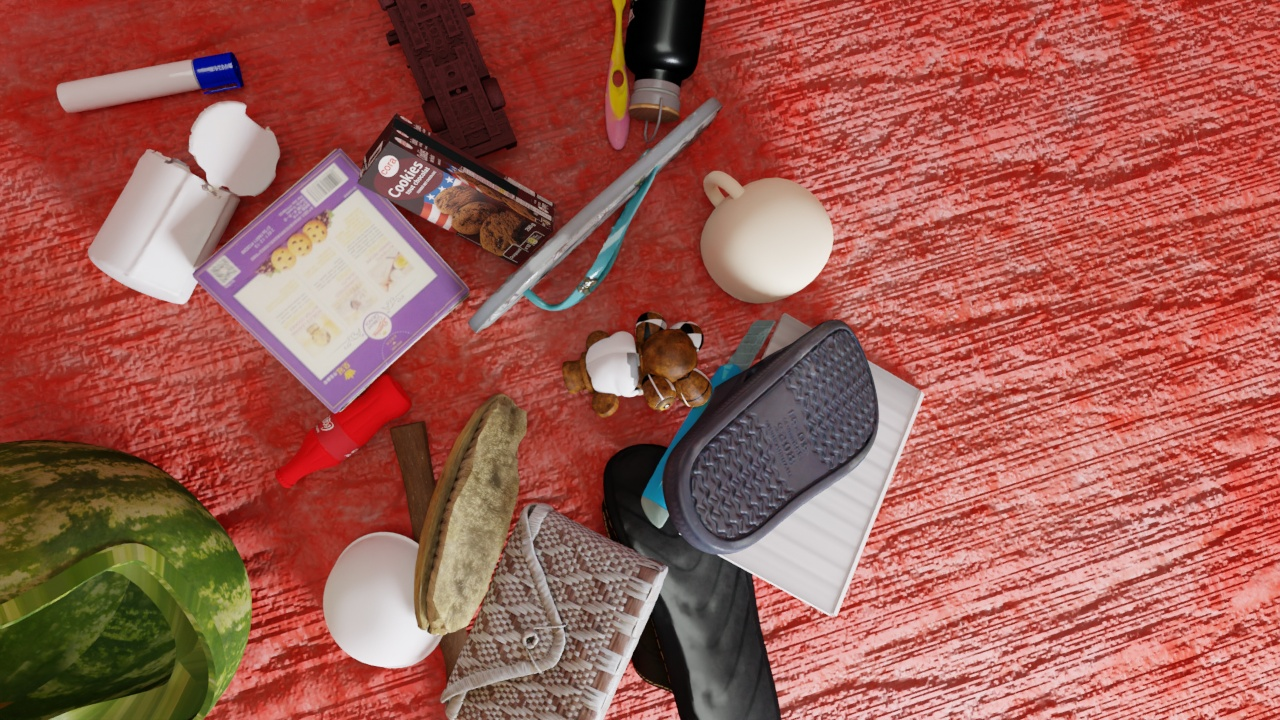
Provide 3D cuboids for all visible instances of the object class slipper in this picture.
[{"bbox_3d":[-0.024,-0.105,0.725,0.268,0.098,0.055,-44,93,-4],"label":"slipper"},{"bbox_3d":[0.038,0.197,0.752,0.113,0.076,0.267,-16,78,-14],"label":"slipper"},{"bbox_3d":[0.095,0.060,0.703,0.267,0.084,0.110,-33,99,-43],"label":"slipper"}]

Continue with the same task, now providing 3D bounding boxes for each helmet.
[{"bbox_3d":[-0.405,0.164,0.624,0.243,0.246,0.213,34,109,34],"label":"helmet"}]

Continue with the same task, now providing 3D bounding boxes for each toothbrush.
[{"bbox_3d":[-0.019,-0.244,0.766,0.021,0.016,0.135,0,93,-8],"label":"toothbrush"}]

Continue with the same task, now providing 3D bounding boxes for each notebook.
[{"bbox_3d":[0.139,0.082,0.758,0.142,0.009,0.209,29,71,-5],"label":"notebook"}]

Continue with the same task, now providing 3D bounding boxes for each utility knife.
[{"bbox_3d":[0.057,0.045,0.755,0.031,0.015,0.205,30,73,12],"label":"utility knife"}]

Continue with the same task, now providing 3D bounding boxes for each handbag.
[{"bbox_3d":[-0.070,0.216,0.705,0.124,0.047,0.186,23,91,13],"label":"handbag"}]

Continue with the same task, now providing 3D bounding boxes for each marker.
[{"bbox_3d":[-0.386,-0.218,0.725,0.133,0.023,0.027,-13,114,-5],"label":"marker"}]

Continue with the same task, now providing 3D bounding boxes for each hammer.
[{"bbox_3d":[-0.156,0.210,0.752,0.115,0.033,0.323,-12,92,-4],"label":"hammer"}]

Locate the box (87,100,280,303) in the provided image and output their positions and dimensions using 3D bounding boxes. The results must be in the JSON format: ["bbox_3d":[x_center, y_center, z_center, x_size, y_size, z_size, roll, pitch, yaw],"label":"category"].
[{"bbox_3d":[-0.344,-0.125,0.702,0.083,0.092,0.166,30,85,-44],"label":"box"}]

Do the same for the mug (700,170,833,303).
[{"bbox_3d":[0.095,-0.106,0.735,0.096,0.100,0.120,-43,95,-4],"label":"mug"}]

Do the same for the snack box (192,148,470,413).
[{"bbox_3d":[-0.234,-0.060,0.708,0.143,0.040,0.148,-44,107,-10],"label":"snack box"}]

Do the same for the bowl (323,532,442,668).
[{"bbox_3d":[-0.210,0.194,0.721,0.110,0.040,0.110,0,92,17],"label":"bowl"}]

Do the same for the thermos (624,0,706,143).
[{"bbox_3d":[0.023,-0.292,0.744,0.061,0.061,0.231,7,90,-6],"label":"thermos"}]

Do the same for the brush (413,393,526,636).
[{"bbox_3d":[-0.131,0.117,0.721,0.059,0.043,0.195,27,67,-30],"label":"brush"}]

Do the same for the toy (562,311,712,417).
[{"bbox_3d":[-0.005,0.004,0.749,0.113,0.067,0.087,-14,63,13],"label":"toy"}]

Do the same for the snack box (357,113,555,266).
[{"bbox_3d":[-0.138,-0.128,0.705,0.140,0.051,0.031,26,46,-30],"label":"snack box"}]

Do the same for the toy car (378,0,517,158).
[{"bbox_3d":[-0.154,-0.239,0.728,0.070,0.062,0.170,-22,93,-5],"label":"toy car"}]

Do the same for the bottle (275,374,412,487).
[{"bbox_3d":[-0.241,0.060,0.737,0.119,0.036,0.036,-38,94,-3],"label":"bottle"}]
